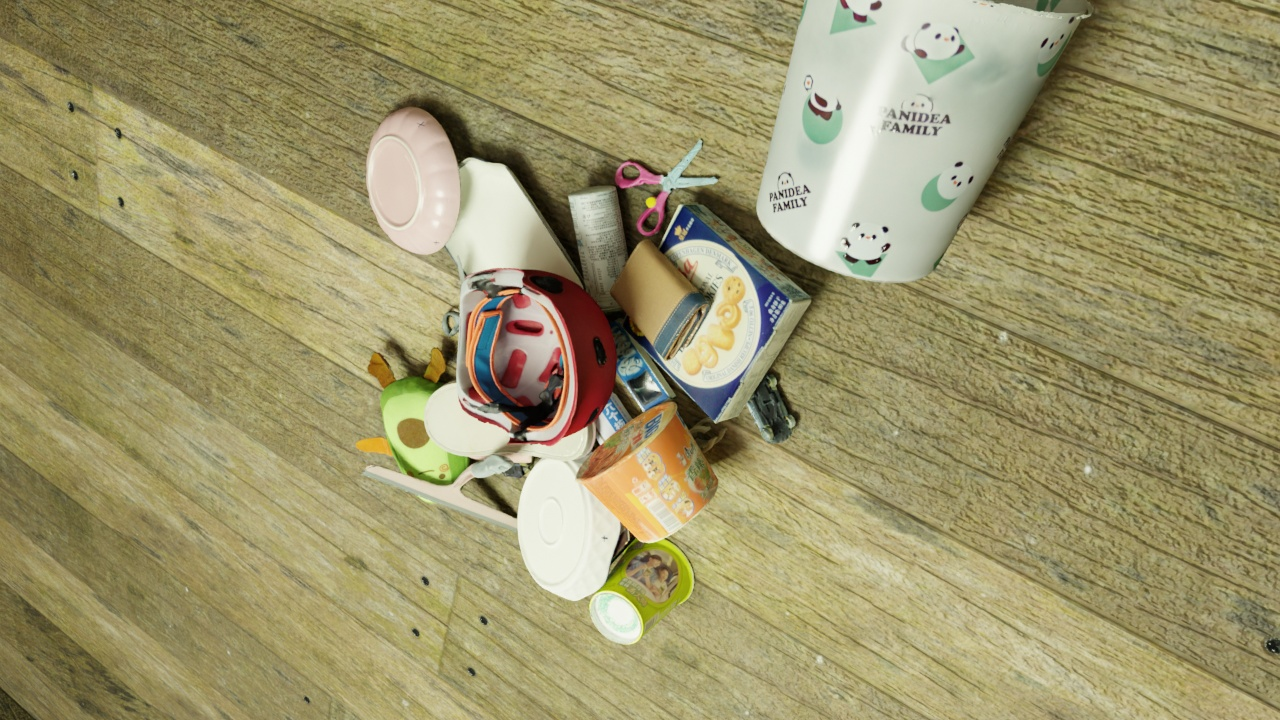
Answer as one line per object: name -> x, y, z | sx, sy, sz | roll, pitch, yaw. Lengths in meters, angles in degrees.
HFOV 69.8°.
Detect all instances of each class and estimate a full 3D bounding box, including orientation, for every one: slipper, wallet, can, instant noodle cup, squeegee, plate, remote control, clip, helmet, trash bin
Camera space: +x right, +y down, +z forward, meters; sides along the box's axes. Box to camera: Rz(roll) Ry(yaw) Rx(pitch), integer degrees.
slipper -> -0.174, 0.082, 1.227 | 0.275, 0.054, 0.114 | 1, 97, 29
wallet -> 0.020, -0.069, 1.041 | 0.115, 0.033, 0.090 | 49, 126, 25
can -> -0.024, 0.103, 1.191 | 0.053, 0.053, 0.134 | -34, 90, 36
can -> -0.045, -0.134, 1.103 | 0.058, 0.058, 0.147 | 0, 110, 31
instant noodle cup -> 0.014, 0.138, 1.097 | 0.152, 0.151, 0.111 | -31, 101, 36
squeegee -> -0.224, 0.157, 1.248 | 0.247, 0.040, 0.250 | 26, 150, -21
plate -> -0.308, -0.233, 1.204 | 0.193, 0.038, 0.192 | 14, 111, 40
plate -> -0.103, 0.215, 1.221 | 0.205, 0.045, 0.204 | -12, 75, 52
remote control -> -0.007, 0.007, 1.159 | 0.049, 0.024, 0.125 | -34, 89, 36
plate -> -0.163, -0.137, 1.187 | 0.162, 0.034, 0.265 | -35, 90, 37
instant noodle cup -> -0.005, 0.310, 1.222 | 0.112, 0.123, 0.112 | 12, 116, 27
clip -> 0.064, 0.104, 1.152 | 0.100, 0.034, 0.070 | -31, 93, 41
helmet -> -0.105, -0.008, 1.083 | 0.240, 0.143, 0.207 | 25, 118, 40
trash bin -> 0.224, -0.223, 0.813 | 0.230, 0.228, 0.252 | 29, 128, 18

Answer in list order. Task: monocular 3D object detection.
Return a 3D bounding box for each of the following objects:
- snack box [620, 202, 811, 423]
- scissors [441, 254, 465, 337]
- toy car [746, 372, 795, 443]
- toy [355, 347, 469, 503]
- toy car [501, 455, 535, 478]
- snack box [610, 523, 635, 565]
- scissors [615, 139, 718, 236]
snack box -> 0.078, -0.054, 1.044 | 0.182, 0.045, 0.178 | 45, 127, 26
scissors -> -0.229, -0.060, 1.242 | 0.160, 0.014, 0.178 | 14, 123, 45
toy car -> 0.146, 0.055, 1.077 | 0.090, 0.042, 0.034 | 63, 153, -2
toy -> -0.317, 0.102, 1.342 | 0.227, 0.089, 0.247 | -8, 105, 20
toy car -> -0.182, 0.087, 1.285 | 0.070, 0.042, 0.158 | 3, 100, 28
snack box -> -0.048, 0.213, 1.222 | 0.113, 0.053, 0.125 | -52, 52, 35
scissors -> 0.024, -0.209, 1.058 | 0.118, 0.017, 0.134 | 48, 122, 11
